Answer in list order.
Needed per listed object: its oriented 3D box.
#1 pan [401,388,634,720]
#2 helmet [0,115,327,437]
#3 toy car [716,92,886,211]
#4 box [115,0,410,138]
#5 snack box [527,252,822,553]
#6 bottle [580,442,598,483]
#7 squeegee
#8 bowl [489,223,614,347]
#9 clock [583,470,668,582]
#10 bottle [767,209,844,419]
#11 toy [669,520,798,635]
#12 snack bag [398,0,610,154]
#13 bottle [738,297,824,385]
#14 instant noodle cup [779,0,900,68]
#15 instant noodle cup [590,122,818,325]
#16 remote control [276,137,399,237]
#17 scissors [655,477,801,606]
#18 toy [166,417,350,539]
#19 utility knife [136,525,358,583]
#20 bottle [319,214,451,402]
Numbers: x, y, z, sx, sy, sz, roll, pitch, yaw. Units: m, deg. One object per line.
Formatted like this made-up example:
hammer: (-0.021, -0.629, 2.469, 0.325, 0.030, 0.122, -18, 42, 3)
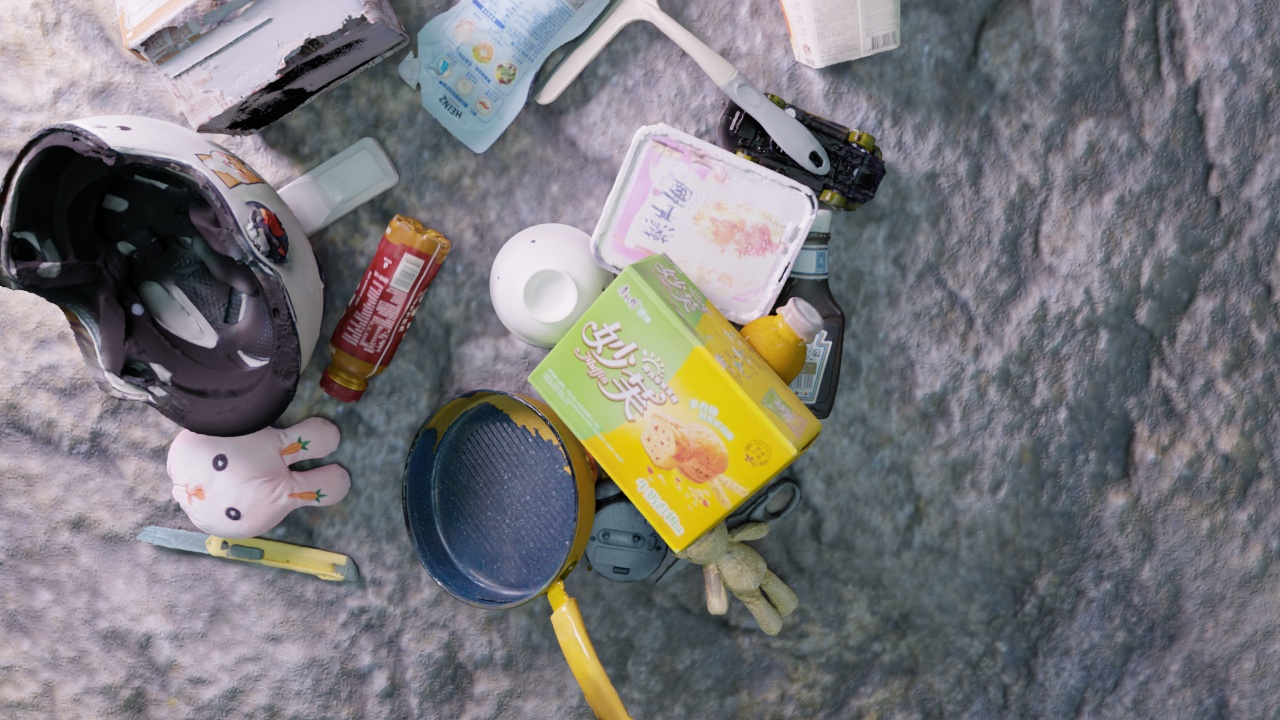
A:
pan: (-0.091, 0.180, 0.793, 0.198, 0.078, 0.357, -49, 68, 19)
helmet: (-0.373, -0.083, 0.769, 0.231, 0.156, 0.274, -37, 107, 28)
toy car: (0.144, -0.190, 0.826, 0.158, 0.042, 0.070, 26, 97, 1)
box: (-0.317, -0.298, 0.731, 0.182, 0.152, 0.174, -29, 100, 4)
snack box: (0.025, 0.037, 0.788, 0.210, 0.069, 0.158, 48, 121, 7)
bottle: (-0.109, 0.136, 0.882, 0.067, 0.066, 0.150, 44, 104, -10)
squeegee: (0.070, -0.245, 0.790, 0.246, 0.039, 0.247, 42, 98, 1)
bowl: (-0.082, -0.063, 0.835, 0.118, 0.064, 0.118, 0, 103, -2)
clock: (-0.012, 0.156, 0.891, 0.082, 0.055, 0.122, 10, 101, -4)
bottle: (0.152, -0.043, 0.860, 0.080, 0.044, 0.195, 3, 101, -3)
toy: (0.096, 0.207, 0.899, 0.157, 0.066, 0.105, 46, 69, -18)
snack bag: (-0.120, -0.284, 0.799, 0.110, 0.038, 0.191, 40, 100, -15)
bottle: (0.090, 0.020, 0.830, 0.068, 0.067, 0.190, 35, 121, -9)
instant noodle cup: (0.164, -0.320, 0.770, 0.116, 0.116, 0.124, -14, 114, 1)
instant noodle cup: (0.055, -0.123, 0.823, 0.173, 0.060, 0.138, 22, 110, -6)
remote control: (-0.282, -0.152, 0.828, 0.125, 0.024, 0.049, -30, 101, 5)
scissors: (0.078, 0.166, 0.918, 0.179, 0.014, 0.159, -38, 102, 7)
toy: (-0.361, 0.105, 0.869, 0.159, 0.054, 0.121, -12, 103, -8)
utility knife: (-0.385, 0.188, 0.906, 0.216, 0.022, 0.031, 12, 96, 0)
bottle: (-0.237, -0.044, 0.836, 0.057, 0.057, 0.175, 29, 100, -8)
